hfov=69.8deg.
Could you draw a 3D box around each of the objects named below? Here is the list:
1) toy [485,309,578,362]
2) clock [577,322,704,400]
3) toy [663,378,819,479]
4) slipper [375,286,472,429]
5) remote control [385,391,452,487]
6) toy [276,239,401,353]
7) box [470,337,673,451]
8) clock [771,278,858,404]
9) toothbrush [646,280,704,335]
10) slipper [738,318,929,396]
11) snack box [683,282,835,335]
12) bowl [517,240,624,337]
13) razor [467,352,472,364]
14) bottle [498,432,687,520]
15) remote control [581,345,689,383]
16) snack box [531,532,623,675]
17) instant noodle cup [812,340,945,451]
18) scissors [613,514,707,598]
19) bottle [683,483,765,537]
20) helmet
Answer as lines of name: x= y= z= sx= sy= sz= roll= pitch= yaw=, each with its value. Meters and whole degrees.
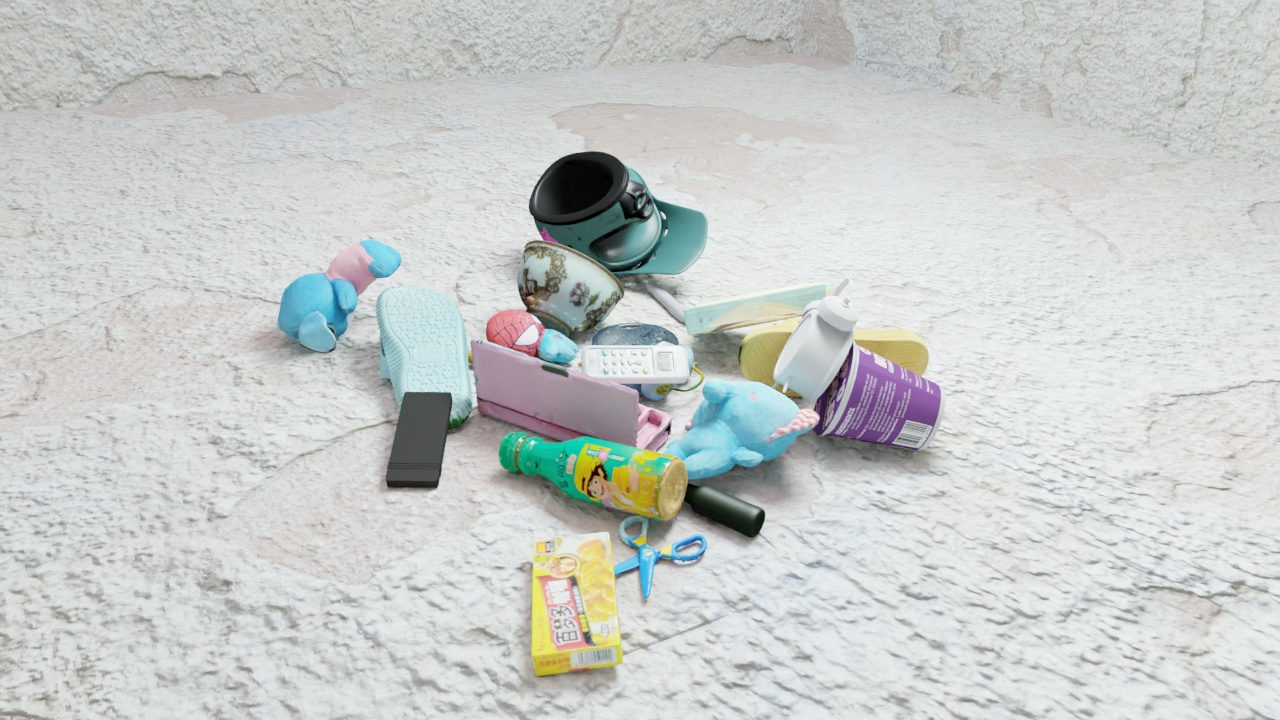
toy: x=-0.150 y=-0.029 z=1.262 sx=0.133 sy=0.062 sz=0.092 roll=15 pitch=33 yaw=-1
clock: x=0.007 y=0.002 z=1.211 sx=0.162 sy=0.060 sz=0.117 roll=20 pitch=33 yaw=28
toy: x=0.094 y=0.073 z=1.030 sx=0.180 sy=0.115 sz=0.184 roll=-22 pitch=17 yaw=-37
slipper: x=-0.278 y=0.001 z=1.188 sx=0.116 sy=0.070 sz=0.276 roll=-7 pitch=44 yaw=-17
remote control: x=-0.249 y=0.088 z=1.041 sx=0.058 sy=0.013 sz=0.133 roll=1 pitch=44 yaw=-2
toy: x=-0.416 y=-0.093 z=1.269 sx=0.191 sy=0.099 sz=0.224 roll=-39 pitch=24 yaw=-4
box: x=-0.081 y=0.032 z=1.089 sx=0.233 sy=0.116 sz=0.106 roll=17 pitch=31 yaw=25
clock: x=0.216 y=-0.024 z=1.091 sx=0.061 sy=0.159 sz=0.120 roll=29 pitch=-2 yaw=-1
toothbrush: x=0.054 y=-0.080 z=1.413 sx=0.019 sy=0.018 sz=0.188 roll=-11 pitch=31 yaw=-21
slipper: x=0.249 y=-0.009 z=1.214 sx=0.263 sy=0.100 sz=0.078 roll=0 pitch=26 yaw=-12
snack box: x=0.170 y=-0.073 z=1.274 sx=0.194 sy=0.044 sz=0.141 roll=-10 pitch=2 yaw=17
bowl: x=-0.114 y=-0.091 z=1.318 sx=0.160 sy=0.160 sz=0.093 roll=17 pitch=72 yaw=26
razor: x=-0.220 y=0.001 z=1.240 sx=0.144 sy=0.021 sz=0.044 roll=12 pitch=29 yaw=12
bottle: x=-0.056 y=0.116 z=0.980 sx=0.210 sy=0.068 sz=0.067 roll=9 pitch=28 yaw=28
remote control: x=-0.007 y=0.007 z=1.138 sx=0.133 sy=0.022 sz=0.050 roll=0 pitch=61 yaw=-10
snack box: x=-0.059 y=0.216 z=0.830 sx=0.075 sy=0.025 sz=0.152 roll=-7 pitch=28 yaw=-2
instant noodle cup: x=0.285 y=0.054 z=1.094 sx=0.122 sy=0.137 sz=0.121 roll=18 pitch=55 yaw=-1
scissors: x=0.004 y=0.188 z=0.909 sx=0.125 sy=0.016 sz=0.123 roll=-17 pitch=29 yaw=-31
bottle: x=0.071 y=0.149 z=0.968 sx=0.123 sy=0.033 sz=0.032 roll=20 pitch=33 yaw=31
helmet: x=-0.039 y=-0.224 z=1.491 sx=0.275 sy=0.200 sz=0.176 roll=12 pitch=71 yaw=45
